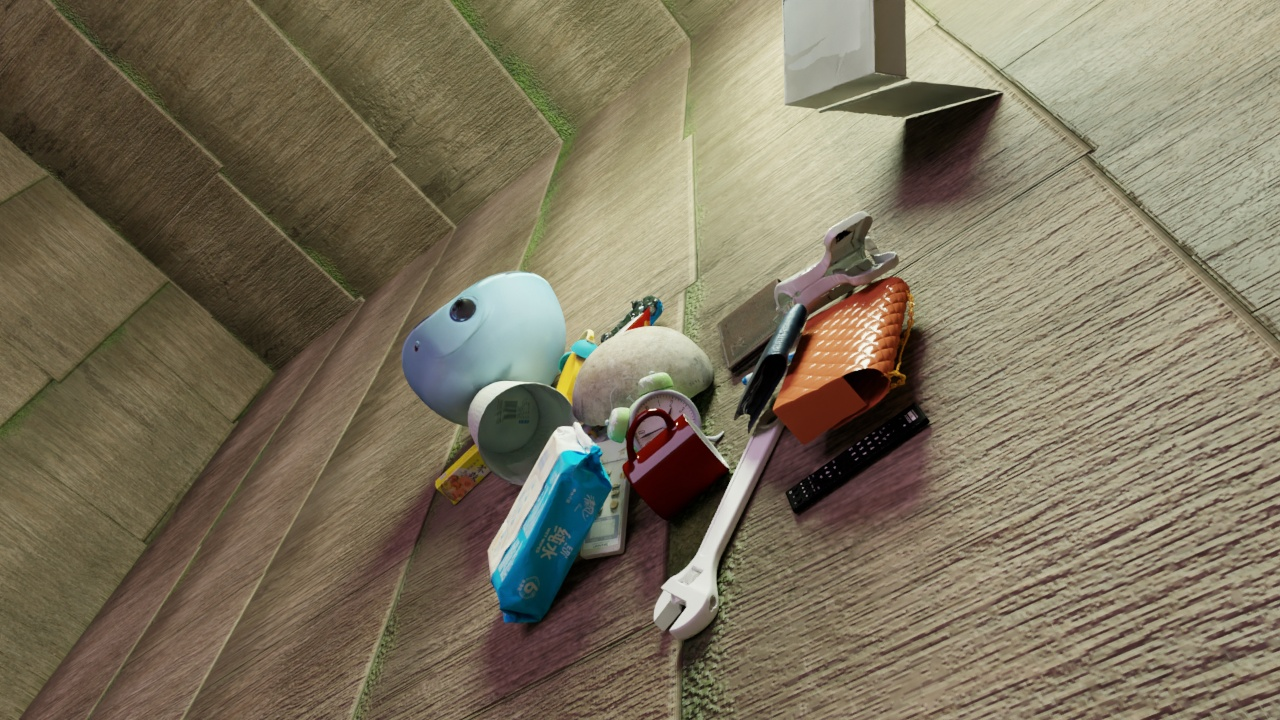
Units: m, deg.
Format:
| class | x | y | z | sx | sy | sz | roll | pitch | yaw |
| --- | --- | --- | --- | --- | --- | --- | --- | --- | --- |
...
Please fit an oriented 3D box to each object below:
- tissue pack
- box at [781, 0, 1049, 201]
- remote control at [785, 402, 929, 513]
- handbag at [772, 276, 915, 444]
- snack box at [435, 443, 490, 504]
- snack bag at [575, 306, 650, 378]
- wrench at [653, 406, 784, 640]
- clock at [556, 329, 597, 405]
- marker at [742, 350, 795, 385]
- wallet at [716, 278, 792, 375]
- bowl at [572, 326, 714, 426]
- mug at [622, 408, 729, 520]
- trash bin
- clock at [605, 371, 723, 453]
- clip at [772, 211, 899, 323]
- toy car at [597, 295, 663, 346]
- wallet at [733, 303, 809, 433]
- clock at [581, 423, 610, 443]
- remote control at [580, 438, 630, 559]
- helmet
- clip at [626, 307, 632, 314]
| class | x | y | z | sx | sy | sz | roll | pitch | yaw |
| --- | --- | --- | --- | --- | --- | --- | --- | --- | --- |
| tissue pack | -0.097 | 0.168 | 0.982 | 0.209 | 0.066 | 0.117 | -63 | 20 | 8 |
| box | 0.342 | -0.350 | 1.170 | 0.168 | 0.380 | 0.171 | 4 | 67 | 61 |
| remote control | 0.187 | 0.085 | 0.801 | 0.140 | 0.009 | 0.030 | -37 | 23 | 12 |
| handbag | 0.201 | -0.003 | 0.862 | 0.109 | 0.060 | 0.171 | -35 | 13 | 36 |
| snack box | -0.235 | 0.146 | 1.353 | 0.148 | 0.040 | 0.029 | -43 | 22 | -2 |
| snack bag | -0.029 | -0.009 | 1.224 | 0.130 | 0.039 | 0.144 | -44 | -14 | -4 |
| wrench | 0.084 | 0.142 | 0.863 | 0.066 | 0.018 | 0.272 | -17 | 32 | 46 |
| clock | -0.092 | 0.018 | 1.304 | 0.099 | 0.043 | 0.129 | 140 | 146 | -62 |
| marker | 0.169 | -0.006 | 0.995 | 0.142 | 0.013 | 0.013 | -30 | 25 | 28 |
| wallet | 0.137 | -0.043 | 1.094 | 0.099 | 0.031 | 0.119 | -38 | 24 | 19 |
| bowl | -0.007 | 0.006 | 1.097 | 0.178 | 0.081 | 0.178 | -19 | 16 | 5 |
| mug | 0.025 | 0.097 | 0.922 | 0.082 | 0.105 | 0.073 | -41 | 20 | 4 |
| trash bin | -0.169 | 0.088 | 1.243 | 0.133 | 0.133 | 0.161 | -47 | 18 | -11 |
| clock | 0.018 | 0.068 | 0.993 | 0.094 | 0.119 | 0.043 | -46 | 2 | -14 |
| clip | 0.206 | -0.093 | 0.962 | 0.124 | 0.075 | 0.144 | -32 | -11 | -18 |
| toy car | -0.013 | -0.042 | 1.320 | 0.120 | 0.043 | 0.056 | -49 | 23 | -7 |
| wallet | 0.130 | 0.007 | 0.919 | 0.089 | 0.026 | 0.115 | -56 | -9 | -47 |
| clock | -0.041 | 0.103 | 1.086 | 0.103 | 0.056 | 0.148 | -44 | 20 | -10 |
| remote control | -0.036 | 0.147 | 0.993 | 0.050 | 0.011 | 0.135 | -16 | 51 | 29 |
| helmet | -0.216 | -0.004 | 1.399 | 0.265 | 0.225 | 0.167 | -44 | 59 | 0 |
| clip | -0.014 | -0.060 | 1.383 | 0.076 | 0.023 | 0.045 | -51 | 22 | -25 |
